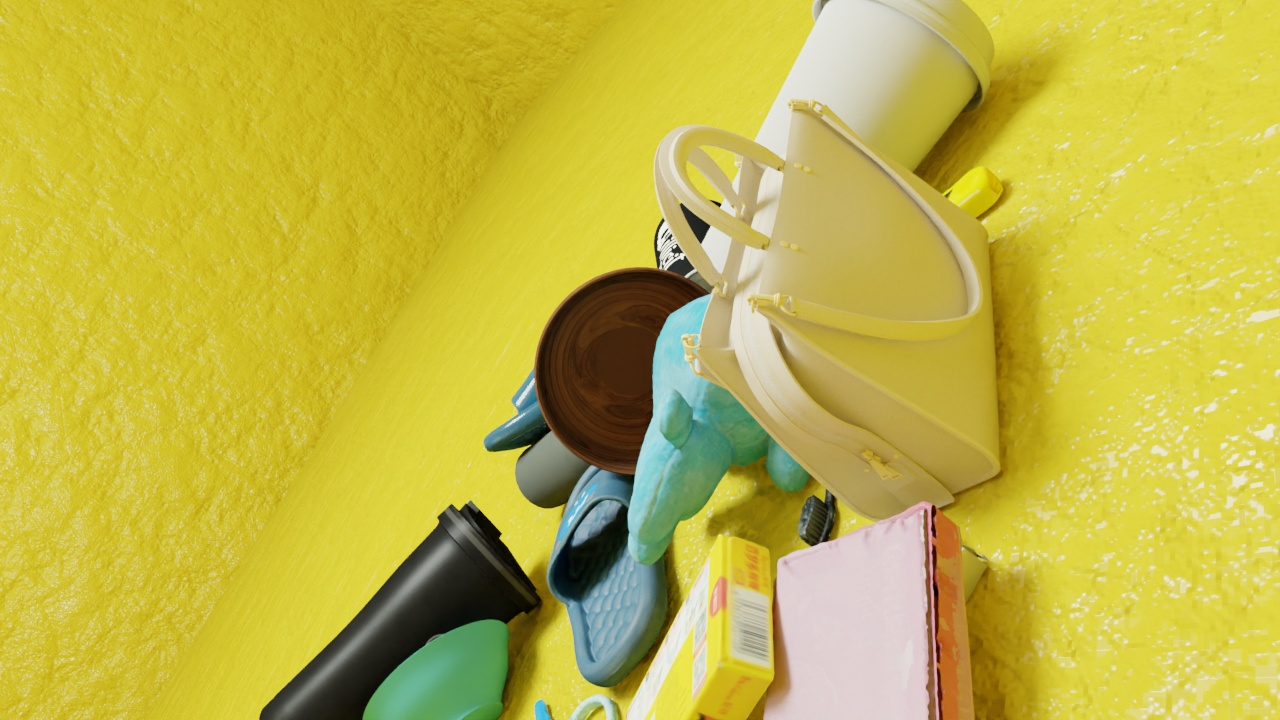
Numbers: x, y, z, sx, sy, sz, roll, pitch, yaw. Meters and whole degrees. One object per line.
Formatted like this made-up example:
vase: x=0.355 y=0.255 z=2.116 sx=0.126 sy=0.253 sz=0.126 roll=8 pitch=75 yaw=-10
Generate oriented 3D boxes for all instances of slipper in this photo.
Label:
slipper: x=-0.031 y=0.136 z=0.636 sx=0.104 sy=0.059 sz=0.213 roll=-51 pitch=21 yaw=16
slipper: x=-0.057 y=0.010 z=0.832 sx=0.213 sy=0.059 sz=0.104 roll=-40 pitch=-11 yaw=-6

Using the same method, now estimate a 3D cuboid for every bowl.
bowl: x=-0.135 y=0.249 z=0.668 sx=0.121 sy=0.121 sz=0.046 roll=-51 pitch=60 yaw=10
bowl: x=-0.004 y=0.004 z=0.670 sx=0.147 sy=0.147 sz=0.069 roll=-53 pitch=11 yaw=3

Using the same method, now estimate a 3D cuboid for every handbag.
handbag: x=0.086 y=-0.048 z=0.460 sx=0.102 sy=0.198 sz=0.194 roll=-36 pitch=27 yaw=42

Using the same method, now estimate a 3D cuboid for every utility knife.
utility knife: x=0.149 y=-0.055 z=0.599 sx=0.198 sy=0.020 sz=0.028 roll=-42 pitch=19 yaw=35

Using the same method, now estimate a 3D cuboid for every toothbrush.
toothbrush: x=0.113 y=0.032 z=0.540 sx=0.014 sy=0.017 sz=0.187 roll=-37 pitch=25 yaw=44

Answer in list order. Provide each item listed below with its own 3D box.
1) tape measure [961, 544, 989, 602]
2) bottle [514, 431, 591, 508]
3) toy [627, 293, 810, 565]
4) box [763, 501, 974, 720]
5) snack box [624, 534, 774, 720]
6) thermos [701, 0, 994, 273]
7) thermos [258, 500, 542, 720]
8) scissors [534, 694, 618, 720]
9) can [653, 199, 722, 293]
tape measure: x=0.118 y=0.101 z=0.412 sx=0.064 sy=0.016 sz=0.065 roll=-57 pitch=20 yaw=-8
bottle: x=-0.057 y=0.083 z=0.778 sx=0.109 sy=0.060 sz=0.060 roll=-35 pitch=27 yaw=43
toy: x=0.049 y=0.038 z=0.543 sx=0.184 sy=0.115 sz=0.180 roll=89 pitch=-158 yaw=-58
box: x=0.079 y=0.166 z=0.329 sx=0.098 sy=0.041 sz=0.232 roll=-38 pitch=31 yaw=45
snack box: x=0.022 y=0.161 z=0.436 sx=0.075 sy=0.025 sz=0.153 roll=-81 pitch=11 yaw=-56
thermos: x=0.129 y=-0.139 z=0.624 sx=0.222 sy=0.131 sz=0.131 roll=-57 pitch=19 yaw=3
thermos: x=-0.183 y=0.217 z=0.710 sx=0.218 sy=0.106 sz=0.106 roll=-43 pitch=17 yaw=-13
scissors: x=-0.053 y=0.245 z=0.573 sx=0.125 sy=0.016 sz=0.125 roll=-50 pitch=21 yaw=3
can: x=0.054 y=-0.074 z=0.750 sx=0.080 sy=0.080 sz=0.145 roll=-47 pitch=21 yaw=20
